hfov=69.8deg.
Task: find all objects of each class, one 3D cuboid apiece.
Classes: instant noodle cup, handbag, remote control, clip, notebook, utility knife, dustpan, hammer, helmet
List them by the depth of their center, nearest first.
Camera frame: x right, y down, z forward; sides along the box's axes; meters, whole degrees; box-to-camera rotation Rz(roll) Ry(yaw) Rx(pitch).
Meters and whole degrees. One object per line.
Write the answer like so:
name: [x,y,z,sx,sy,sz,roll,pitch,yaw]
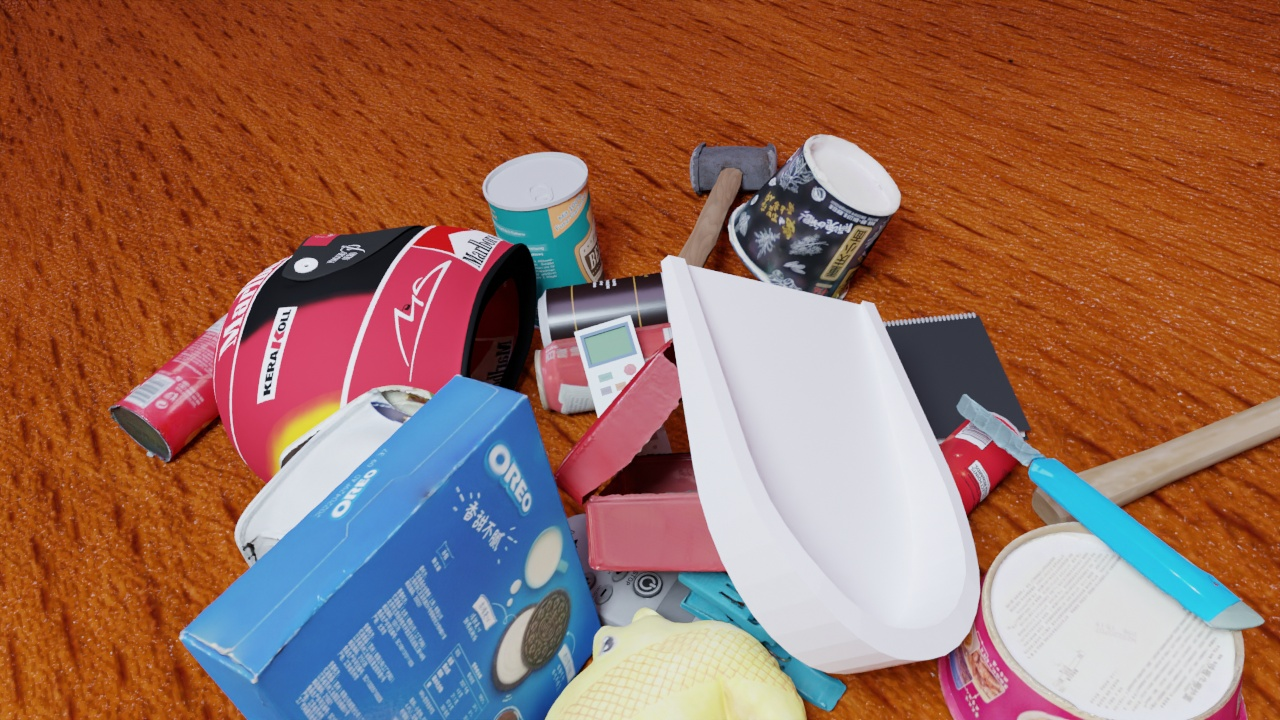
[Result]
instant noodle cup: [0.276,0.174,0.554,0.179,0.078,0.178,-6,41,5]
dustpan: [0.123,0.056,0.569,0.191,0.053,0.257,8,62,-34]
utility knife: [0.282,0.088,0.582,0.031,0.015,0.225,-22,45,-18]
handbag: [-0.159,0.128,0.599,0.096,0.199,0.141,12,44,25]
clip: [0.085,0.189,0.604,0.130,0.121,0.031,9,44,43]
remote control: [-0.008,0.160,0.668,0.151,0.019,0.074,18,48,28]
hammer: [0.443,0.056,0.684,0.322,0.051,0.117,-20,42,-8]
remote control: [-0.011,0.038,0.755,0.049,0.024,0.143,-17,76,1]
helmet: [-0.224,-0.002,0.757,0.225,0.198,0.270,5,43,5]
notebook: [0.206,0.020,0.792,0.207,0.016,0.148,-6,42,4]
instant noodle cup: [0.170,-0.138,0.864,0.137,0.113,0.137,18,45,-19]
hammer: [0.078,-0.154,0.947,0.098,0.052,0.327,3,32,14]

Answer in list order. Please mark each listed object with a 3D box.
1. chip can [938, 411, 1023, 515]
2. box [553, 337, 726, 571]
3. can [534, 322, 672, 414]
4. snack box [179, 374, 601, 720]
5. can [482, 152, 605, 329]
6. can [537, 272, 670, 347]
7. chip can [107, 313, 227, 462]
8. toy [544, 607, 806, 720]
chip can: [0.195,0.113,0.659,0.214,0.052,0.052,-35,47,-26]
box: [0.030,0.084,0.644,0.147,0.156,0.157,-45,-1,11]
can: [-0.005,0.005,0.809,0.170,0.067,0.067,-8,41,1]
snack box: [-0.115,0.157,0.524,0.056,0.239,0.195,16,47,30]
can: [-0.090,-0.116,0.904,0.099,0.144,0.099,-5,41,5]
can: [-0.028,-0.040,0.861,0.128,0.072,0.071,-8,41,1]
chip can: [-0.396,-0.006,0.893,0.073,0.073,0.232,14,47,25]
toy: [0.013,0.225,0.561,0.170,0.065,0.154,-23,54,-4]
